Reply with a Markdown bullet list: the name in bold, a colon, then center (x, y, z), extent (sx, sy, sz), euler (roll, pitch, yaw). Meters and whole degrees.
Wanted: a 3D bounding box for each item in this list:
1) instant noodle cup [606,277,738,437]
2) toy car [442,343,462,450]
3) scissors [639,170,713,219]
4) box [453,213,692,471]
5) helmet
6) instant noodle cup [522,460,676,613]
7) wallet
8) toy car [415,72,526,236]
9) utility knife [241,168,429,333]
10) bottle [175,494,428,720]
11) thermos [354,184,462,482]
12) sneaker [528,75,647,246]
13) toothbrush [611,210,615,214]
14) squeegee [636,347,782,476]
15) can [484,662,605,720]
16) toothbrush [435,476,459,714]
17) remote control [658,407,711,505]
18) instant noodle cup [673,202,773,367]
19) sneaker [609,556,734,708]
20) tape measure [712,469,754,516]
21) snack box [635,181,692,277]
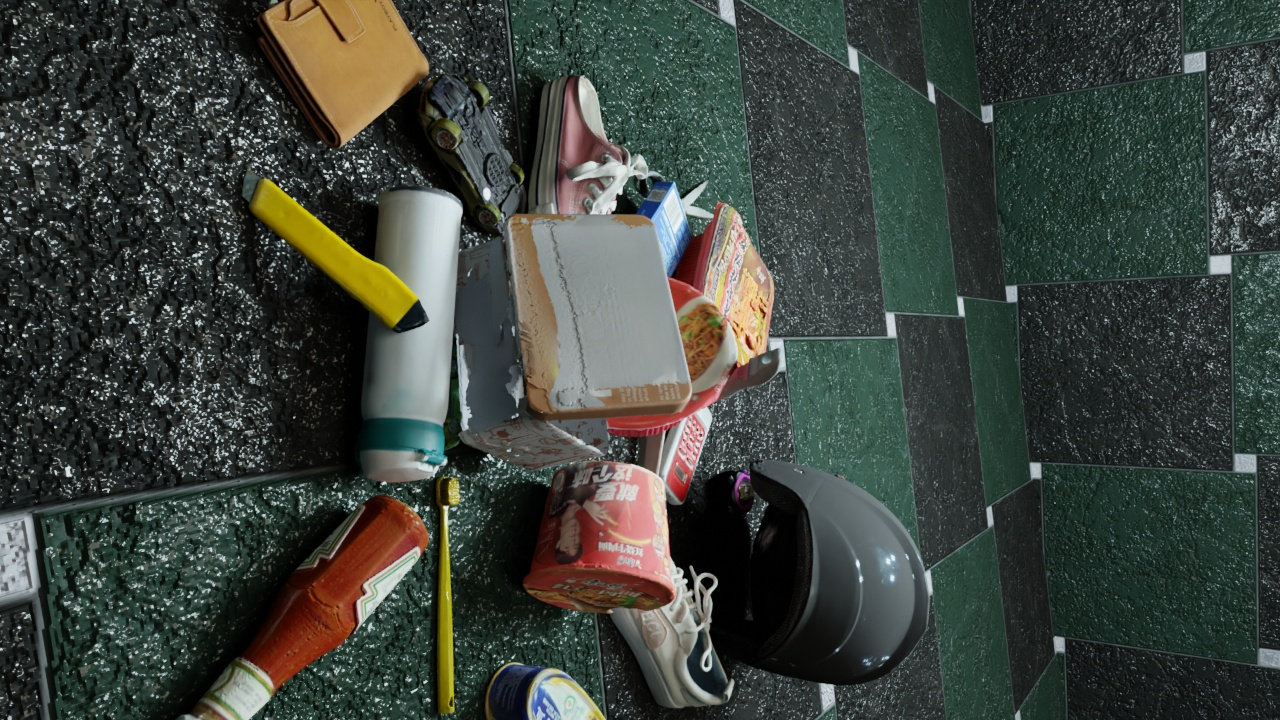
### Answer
- **instant noodle cup**: center (-0.005, 0.005, 0.894), extent (0.066, 0.194, 0.193), euler (88, 20, -50)
- **toy car**: center (-0.163, 0.030, 0.750), extent (0.036, 0.043, 0.091), euler (25, 62, -58)
- **scissors**: center (0.048, -0.187, 1.122), extent (0.175, 0.014, 0.159), euler (42, 52, -45)
- **box**: center (-0.050, -0.025, 0.756), extent (0.153, 0.181, 0.182), euler (41, 38, -62)
- **helmet**: center (0.201, 0.247, 1.058), extent (0.274, 0.230, 0.233), euler (-46, 154, -85)
- **instant noodle cup**: center (-0.034, 0.161, 0.843), extent (0.138, 0.138, 0.108), euler (39, 45, -45)
- **wallet**: center (-0.232, -0.248, 0.714), extent (0.130, 0.035, 0.119), euler (-60, 137, -42)
- **toy car**: center (-0.146, -0.178, 0.812), extent (0.070, 0.042, 0.158), euler (-67, 146, -38)
- **utility knife**: center (-0.221, -0.077, 0.661), extent (0.164, 0.015, 0.033), euler (41, 68, -10)
- **bottle**: center (-0.227, 0.177, 0.620), extent (0.205, 0.060, 0.060), euler (-50, 125, -42)
- **thermos**: center (-0.180, -0.019, 0.711), extent (0.073, 0.073, 0.224), euler (21, 66, -52)
- **sneaker**: center (-0.050, -0.175, 0.897), extent (0.118, 0.088, 0.240), euler (35, 52, -62)
- **toothbrush**: center (-0.043, -0.204, 0.992), extent (0.014, 0.017, 0.189), euler (-48, 121, -48)
- **squeegee**: center (0.077, 0.027, 0.926), extent (0.040, 0.250, 0.247), euler (16, 69, -24)
- **can**: center (-0.077, 0.327, 0.816), extent (0.148, 0.049, 0.074), euler (60, 41, -30)
- **toothbrush**: center (-0.158, 0.190, 0.752), extent (0.015, 0.017, 0.190), euler (9, 77, -54)
- **remote control**: center (0.051, 0.101, 1.069), extent (0.056, 0.020, 0.135), euler (53, 44, -35)
- **instant noodle cup**: center (0.098, -0.076, 1.109), extent (0.189, 0.079, 0.164), euler (48, 48, -47)
- **sneaker**: center (0.032, 0.261, 0.951), extent (0.089, 0.091, 0.242), euler (-42, 118, -51)
- **tape measure**: center (0.116, 0.164, 1.135), extent (0.057, 0.039, 0.057), euler (-6, 88, -56)
- **snack box**: center (0.008, -0.115, 1.012), extent (0.156, 0.026, 0.084), euler (-61, 145, -32)
